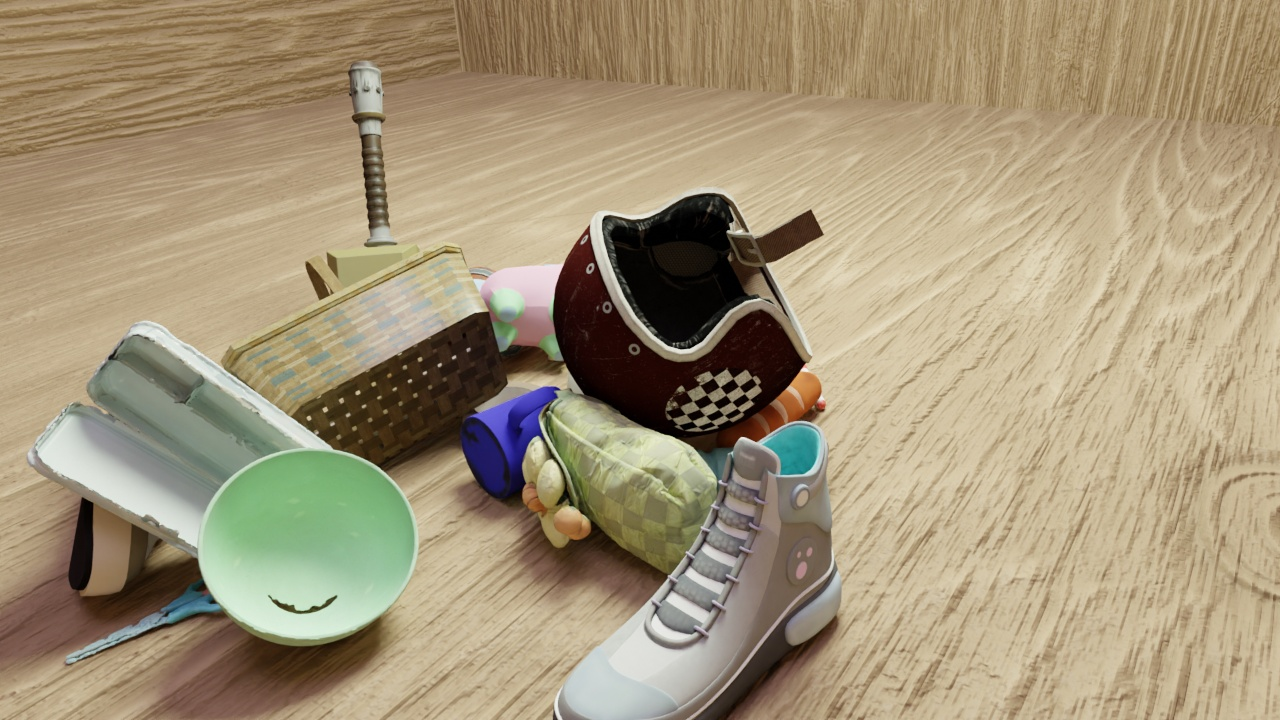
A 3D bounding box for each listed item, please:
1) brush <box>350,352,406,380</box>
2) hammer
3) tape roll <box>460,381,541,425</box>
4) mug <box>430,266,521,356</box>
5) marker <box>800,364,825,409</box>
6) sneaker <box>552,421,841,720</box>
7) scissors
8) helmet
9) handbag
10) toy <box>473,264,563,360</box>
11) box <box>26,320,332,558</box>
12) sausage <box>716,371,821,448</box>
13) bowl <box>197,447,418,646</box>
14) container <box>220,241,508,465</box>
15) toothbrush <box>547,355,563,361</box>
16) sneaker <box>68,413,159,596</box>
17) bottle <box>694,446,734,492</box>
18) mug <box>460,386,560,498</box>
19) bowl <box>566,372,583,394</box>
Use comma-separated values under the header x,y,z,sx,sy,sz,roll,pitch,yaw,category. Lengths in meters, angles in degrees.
x,y,z,sx,sy,sz,roll,pitch,yaw,category
-0.361,-0.008,1.073,0.195,0.059,0.043,6,18,13,brush
-0.324,-0.203,1.125,0.100,0.324,0.190,-6,-2,-7,hammer
-0.138,0.056,0.949,0.094,0.030,0.093,-2,25,1,tape roll
-0.196,-0.052,1.144,0.117,0.082,0.110,23,31,-2,mug
0.186,0.018,1.023,0.013,0.013,0.142,-4,26,-3,marker
0.044,0.140,0.607,0.093,0.160,0.255,22,33,40,sneaker
-0.365,0.197,0.702,0.136,0.015,0.055,-27,33,-30,scissors
0.046,-0.047,0.824,0.254,0.234,0.233,-28,41,13,helmet
-0.028,0.107,0.744,0.116,0.113,0.186,-30,37,-31,handbag
-0.124,-0.074,1.101,0.222,0.120,0.171,6,30,-22,toy
-0.337,0.073,0.723,0.106,0.210,0.129,-44,27,15,box
0.129,0.055,0.911,0.039,0.045,0.163,40,42,19,sausage
-0.248,0.147,0.685,0.150,0.077,0.150,13,51,-16,bowl
-0.274,-0.012,0.916,0.249,0.158,0.186,-31,50,-22,container
-0.021,-0.007,1.088,0.181,0.018,0.015,-1,18,6,toothbrush
-0.420,0.105,0.817,0.116,0.112,0.293,12,20,-25,sneaker
0.084,0.098,0.829,0.130,0.040,0.040,-4,26,-2,bottle
-0.104,0.065,0.839,0.083,0.111,0.079,-23,64,-37,mug
-0.006,0.006,0.996,0.153,0.073,0.153,-2,27,1,bowl
